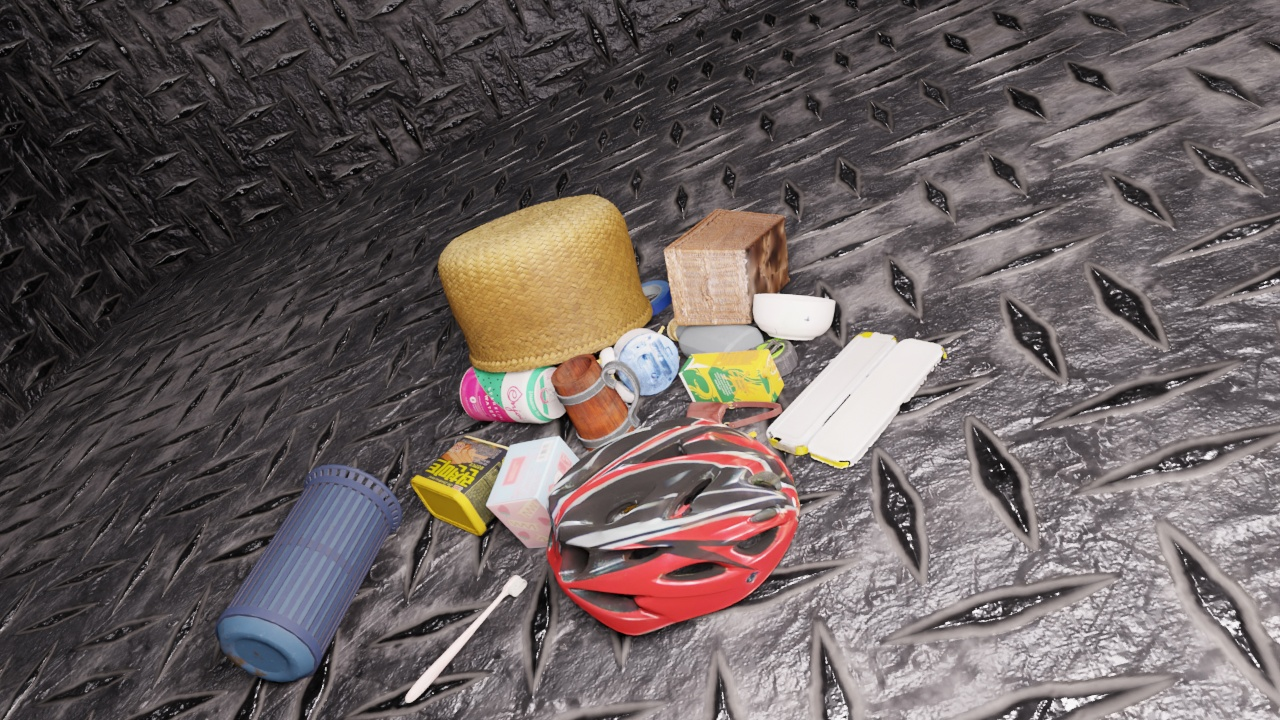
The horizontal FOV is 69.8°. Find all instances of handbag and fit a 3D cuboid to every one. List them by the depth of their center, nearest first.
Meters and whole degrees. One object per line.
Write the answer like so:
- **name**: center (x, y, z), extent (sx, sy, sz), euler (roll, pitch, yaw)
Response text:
- **handbag**: center (0.116, 0.067, 1.134), extent (0.120, 0.029, 0.055), euler (-9, 36, 21)

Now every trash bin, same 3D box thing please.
- **trash bin**: center (-0.416, 0.268, 1.158), extent (0.139, 0.139, 0.248), euler (-14, 34, 25)

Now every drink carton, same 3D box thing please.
- **drink carton**: center (0.118, 0.024, 1.162), extent (0.123, 0.058, 0.041), euler (-3, 38, 38)

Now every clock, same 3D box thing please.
- **clock**: center (-0.008, 0.007, 1.267), extent (0.125, 0.089, 0.052), euler (-30, 24, -7)

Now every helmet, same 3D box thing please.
- **helmet**: center (0.033, 0.155, 0.948), extent (0.271, 0.167, 0.217), euler (-20, 35, -12)

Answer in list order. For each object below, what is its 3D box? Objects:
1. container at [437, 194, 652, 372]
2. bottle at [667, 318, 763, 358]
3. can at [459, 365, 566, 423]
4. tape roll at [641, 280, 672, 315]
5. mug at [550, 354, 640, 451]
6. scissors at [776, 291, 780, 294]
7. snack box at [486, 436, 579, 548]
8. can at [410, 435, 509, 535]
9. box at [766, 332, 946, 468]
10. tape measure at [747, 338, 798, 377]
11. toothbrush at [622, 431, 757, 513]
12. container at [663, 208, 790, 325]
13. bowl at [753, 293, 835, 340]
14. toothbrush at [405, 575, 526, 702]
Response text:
- **container**: center (-0.146, -0.124, 1.377), extent (0.307, 0.197, 0.306), euler (-16, 19, 6)
- **bottle**: center (0.095, -0.029, 1.279), extent (0.072, 0.046, 0.161), euler (-39, 31, -19)
- **can**: center (-0.186, 0.047, 1.357), extent (0.166, 0.088, 0.088), euler (-1, 39, 40)
- **tape roll**: center (0.008, -0.098, 1.493), extent (0.091, 0.016, 0.093), euler (-27, 29, 2)
- **mug**: center (-0.049, 0.051, 1.207), extent (0.118, 0.111, 0.081), euler (-13, 33, 26)
- **scissors**: center (0.200, -0.081, 1.306), extent (0.056, 0.015, 0.136), euler (-26, 31, 9)
- **snack box**: center (-0.117, 0.159, 1.100), extent (0.080, 0.095, 0.092), euler (-13, 41, 30)
- **can**: center (-0.225, 0.163, 1.226), extent (0.131, 0.072, 0.100), euler (8, 43, 47)
- **box**: center (0.250, 0.040, 1.062), extent (0.209, 0.023, 0.127), euler (-42, 30, -25)
- **tape measure**: center (0.170, -0.005, 1.186), extent (0.058, 0.036, 0.065), euler (-33, 29, -10)
- **toothbrush**: center (0.051, 0.133, 1.077), extent (0.196, 0.031, 0.031), euler (-29, 18, -6)
- **container**: center (0.127, -0.133, 1.292), extent (0.113, 0.114, 0.197), euler (4, 27, 27)
- **bowl**: center (0.199, -0.057, 1.199), extent (0.105, 0.054, 0.105), euler (3, 7, -1)
- **toothbrush**: center (-0.193, 0.309, 1.022), extent (0.018, 0.016, 0.180), euler (15, 49, 43)
